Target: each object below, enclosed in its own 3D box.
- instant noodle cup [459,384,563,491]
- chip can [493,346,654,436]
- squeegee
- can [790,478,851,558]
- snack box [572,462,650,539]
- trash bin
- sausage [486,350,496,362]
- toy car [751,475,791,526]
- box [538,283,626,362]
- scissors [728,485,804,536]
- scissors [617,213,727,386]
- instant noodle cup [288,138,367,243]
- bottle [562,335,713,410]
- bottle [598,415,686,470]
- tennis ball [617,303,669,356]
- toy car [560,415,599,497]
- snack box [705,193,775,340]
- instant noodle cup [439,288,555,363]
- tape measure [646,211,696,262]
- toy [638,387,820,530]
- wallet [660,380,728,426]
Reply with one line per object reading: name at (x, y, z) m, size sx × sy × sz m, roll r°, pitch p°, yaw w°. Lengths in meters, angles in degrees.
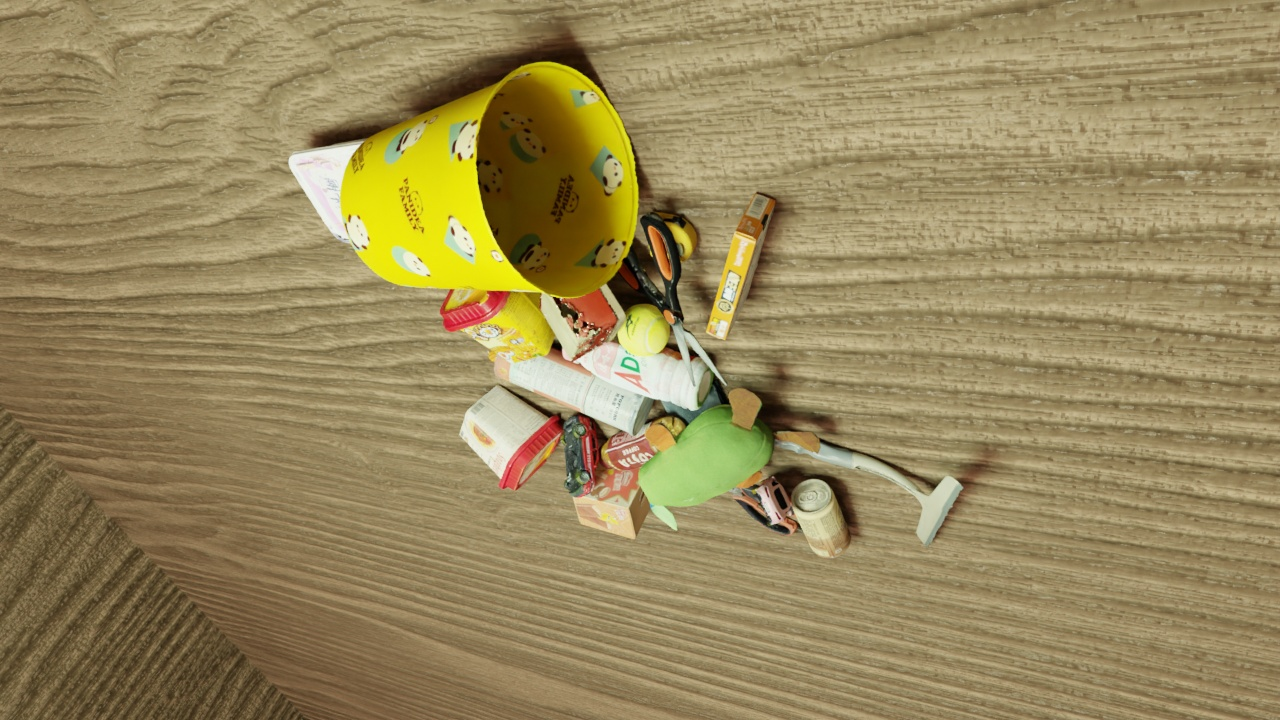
instant noodle cup at (-0.199, 0.113, 1.391) m, size 0.124 × 0.116 × 0.117 m, roll 39°, pitch 142°, yaw 9°
chip can at (-0.092, 0.030, 1.250) m, size 0.215 × 0.071 × 0.071 m, roll 22°, pitch 140°, yaw 14°
squeegee at (0.275, 0.136, 1.170) m, size 0.247 × 0.039 × 0.247 m, roll 24°, pitch 159°, yaw 19°
can at (0.246, 0.216, 1.246) m, size 0.059 × 0.058 × 0.116 m, roll 2°, pitch 140°, yaw 30°
snack box at (-0.037, 0.201, 1.388) m, size 0.094 × 0.092 × 0.077 m, roll 12°, pitch 137°, yaw 22°
trash bin at (-0.171, -0.176, 0.984) m, size 0.256 × 0.228 × 0.230 m, roll 0°, pitch 132°, yaw 40°
sausage at (-0.148, 0.014, 1.314) m, size 0.165 × 0.021 × 0.021 m, roll 19°, pitch 140°, yaw 13°
toy car at (0.179, 0.184, 1.224) m, size 0.037 × 0.122 × 0.056 m, roll -24°, pitch 85°, yaw 14°
box at (-0.078, -0.051, 1.088) m, size 0.091 × 0.079 × 0.168 m, roll 58°, pitch 170°, yaw 3°
scissors at (0.146, 0.180, 1.315) m, size 0.195 × 0.015 × 0.206 m, roll -5°, pitch 130°, yaw 37°
scissors at (0.028, -0.074, 1.050) m, size 0.224 × 0.021 × 0.221 m, roll 40°, pitch 151°, yaw 36°
instant noodle cup at (-0.339, -0.221, 1.155) m, size 0.174 × 0.060 × 0.138 m, roll 2°, pitch 133°, yaw 32°
bottle at (-0.007, 0.007, 1.185) m, size 0.197 × 0.068 × 0.068 m, roll 16°, pitch 139°, yaw 20°
bottle at (-0.002, 0.122, 1.301) m, size 0.057 × 0.057 × 0.175 m, roll 43°, pitch 147°, yaw -15°
tennis ball at (0.004, -0.037, 1.131) m, size 0.065 × 0.065 × 0.066 m, roll 17°, pitch 139°, yaw 15°
toy car at (-0.086, 0.141, 1.343) m, size 0.045 × 0.120 × 0.053 m, roll 8°, pitch 157°, yaw -29°
snack box at (0.108, -0.099, 0.994) m, size 0.026 × 0.075 × 0.154 m, roll 22°, pitch 140°, yaw 9°
instant noodle cup at (-0.173, -0.065, 1.186) m, size 0.116 × 0.115 × 0.123 m, roll -13°, pitch 136°, yaw 39°
tape measure at (0.034, -0.136, 1.038) m, size 0.057 × 0.028 × 0.060 m, roll 13°, pitch 138°, yaw 19°
toy at (0.091, 0.120, 1.162) m, size 0.247 × 0.089 × 0.227 m, roll -34°, pitch 133°, yaw 30°
wallet at (0.079, 0.073, 1.241) m, size 0.097 × 0.019 × 0.121 m, roll -1°, pitch 130°, yaw 34°
